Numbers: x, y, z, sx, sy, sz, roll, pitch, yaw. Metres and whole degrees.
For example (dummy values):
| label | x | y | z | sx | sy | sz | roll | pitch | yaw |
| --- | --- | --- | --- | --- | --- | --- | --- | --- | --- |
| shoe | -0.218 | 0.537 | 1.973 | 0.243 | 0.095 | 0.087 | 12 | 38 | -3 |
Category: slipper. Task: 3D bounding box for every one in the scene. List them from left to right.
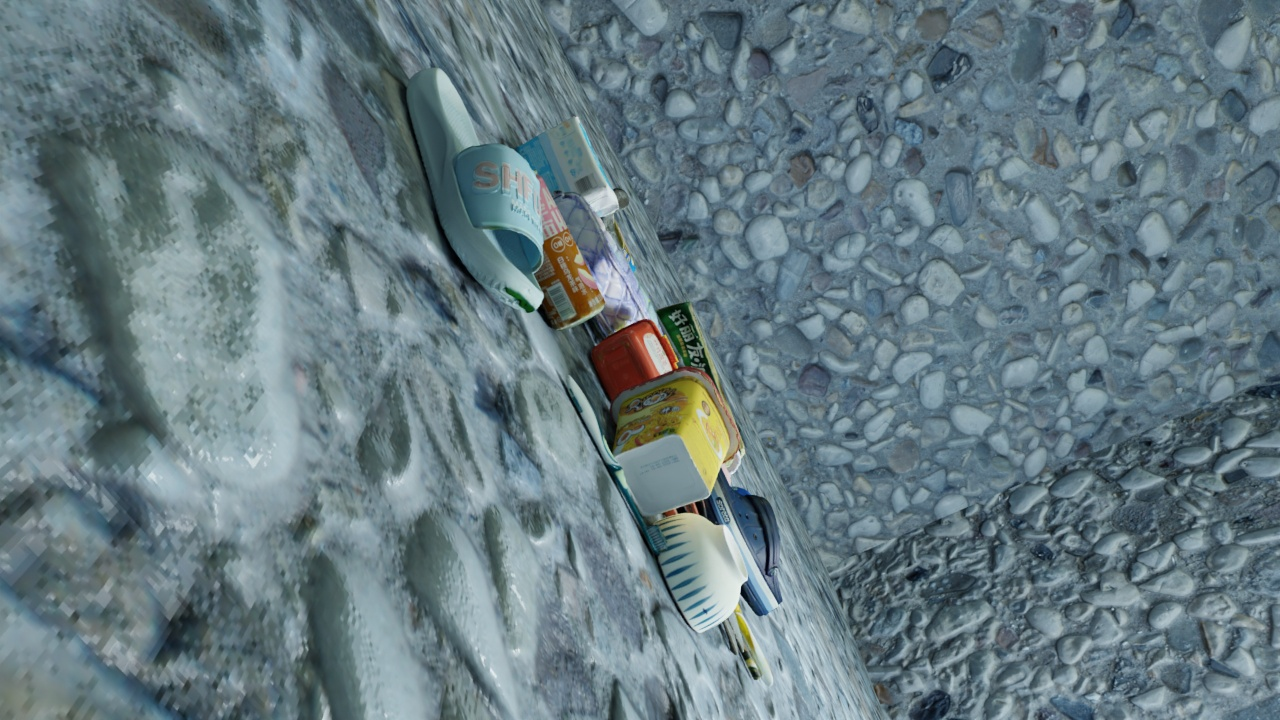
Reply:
| label | x | y | z | sx | sy | sz | roll | pitch | yaw |
| --- | --- | --- | --- | --- | --- | --- | --- | --- | --- |
| slipper | -0.121 | -0.143 | 0.737 | 0.245 | 0.074 | 0.104 | 67 | 7 | 25 |
| slipper | 0.132 | 0.219 | 1.152 | 0.253 | 0.095 | 0.105 | 64 | -12 | -28 |

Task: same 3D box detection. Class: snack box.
| label | x | y | z | sx | sy | sz | roll | pitch | yaw |
| --- | --- | --- | --- | --- | --- | --- | --- | --- | --- |
| snack box | -0.006 | 0.006 | 1.021 | 0.091 | 0.082 | 0.080 | 64 | 18 | 2 |
| snack box | 0.076 | 0.045 | 1.326 | 0.115 | 0.063 | 0.240 | 100 | -28 | -71 |

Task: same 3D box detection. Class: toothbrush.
| label | x | y | z | sx | sy | sz | roll | pitch | yaw |
| --- | --- | --- | --- | --- | --- | --- | --- | --- | --- |
| toothbrush | -0.021 | 0.097 | 0.845 | 0.191 | 0.018 | 0.016 | 63 | 8 | -9 |
| toothbrush | 0.098 | 0.280 | 1.056 | 0.186 | 0.017 | 0.012 | 65 | 21 | 4 |
| toothbrush | 0.115 | 0.304 | 1.105 | 0.191 | 0.016 | 0.018 | 65 | 19 | 6 |

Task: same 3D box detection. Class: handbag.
| label | x | y | z | sx | sy | sz | roll | pitch | yaw |
| --- | --- | --- | --- | --- | --- | --- | --- | --- | --- |
| handbag | -0.047 | -0.095 | 1.084 | 0.194 | 0.075 | 0.134 | 58 | 6 | -49 |

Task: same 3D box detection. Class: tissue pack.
| label | x | y | z | sx | sy | sz | roll | pitch | yaw |
| --- | --- | --- | --- | --- | --- | --- | --- | --- | --- |
| tissue pack | -0.092 | -0.229 | 1.148 | 0.140 | 0.090 | 0.063 | 66 | 9 | 15 |

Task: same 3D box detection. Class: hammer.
| label | x | y | z | sx | sy | sz | roll | pitch | yaw |
| --- | --- | --- | --- | --- | --- | --- | --- | --- | --- |
| hammer | 0.009 | -0.060 | 1.220 | 0.126 | 0.031 | 0.323 | -28 | -92 | 59 |

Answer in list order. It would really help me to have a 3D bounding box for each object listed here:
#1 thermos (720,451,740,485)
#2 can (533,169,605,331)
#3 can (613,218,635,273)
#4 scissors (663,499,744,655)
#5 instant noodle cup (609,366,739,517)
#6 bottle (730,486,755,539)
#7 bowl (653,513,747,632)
| label | x | y | z | sx | sy | sz | roll | pitch | yaw |
| --- | --- | --- | --- | --- | --- | --- | --- | --- | --- |
| thermos | 0.062 | 0.091 | 1.168 | 0.199 | 0.087 | 0.067 | 58 | -9 | -30 |
| can | -0.090 | -0.104 | 0.876 | 0.147 | 0.058 | 0.058 | 63 | 8 | -10 |
| can | -0.051 | -0.175 | 1.372 | 0.083 | 0.057 | 0.102 | 52 | 15 | -66 |
| scissors | 0.067 | 0.220 | 1.017 | 0.197 | 0.015 | 0.205 | 47 | 29 | -38 |
| instant noodle cup | 0.029 | 0.085 | 0.914 | 0.116 | 0.116 | 0.123 | 62 | 19 | -17 |
| bottle | 0.139 | 0.223 | 1.335 | 0.065 | 0.065 | 0.218 | 64 | 8 | -3 |
| bowl | 0.064 | 0.201 | 0.905 | 0.116 | 0.066 | 0.116 | 62 | 9 | -17 |
